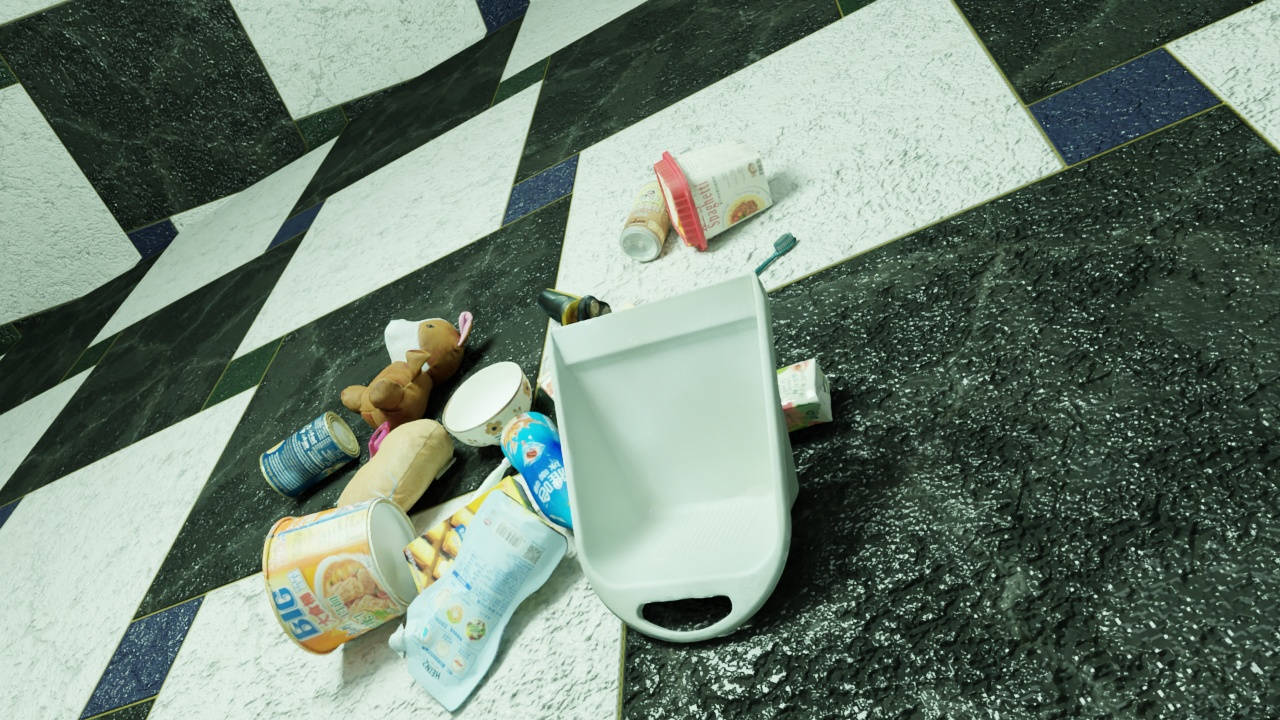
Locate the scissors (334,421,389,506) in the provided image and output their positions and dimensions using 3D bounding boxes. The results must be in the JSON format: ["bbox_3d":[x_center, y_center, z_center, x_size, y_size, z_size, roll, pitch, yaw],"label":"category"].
[{"bbox_3d":[-0.339,0.129,1.153,0.017,0.113,0.134,34,66,17],"label":"scissors"}]

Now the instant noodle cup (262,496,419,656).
[{"bbox_3d":[-0.300,0.217,0.959,0.111,0.151,0.151,-21,35,7],"label":"instant noodle cup"}]

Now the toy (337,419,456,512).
[{"bbox_3d":[-0.309,0.163,1.086,0.225,0.082,0.144,-53,8,-23],"label":"toy"}]

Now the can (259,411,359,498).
[{"bbox_3d":[-0.452,0.129,1.260,0.111,0.075,0.075,-33,33,3],"label":"can"}]

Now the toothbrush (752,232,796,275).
[{"bbox_3d":[0.111,-0.088,1.078,0.191,0.018,0.016,-40,33,-8],"label":"toothbrush"}]

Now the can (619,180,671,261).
[{"bbox_3d":[0.013,-0.192,1.261,0.059,0.058,0.116,-13,39,31],"label":"can"}]

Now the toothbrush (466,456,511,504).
[{"bbox_3d":[-0.172,0.147,1.038,0.189,0.020,0.029,-51,5,-20],"label":"toothbrush"}]

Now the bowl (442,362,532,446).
[{"bbox_3d":[-0.175,0.062,1.107,0.114,0.062,0.113,-22,35,17],"label":"bowl"}]

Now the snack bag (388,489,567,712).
[{"bbox_3d":[-0.157,0.225,0.876,0.110,0.039,0.191,30,80,23],"label":"snack bag"}]

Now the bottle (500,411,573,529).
[{"bbox_3d":[-0.084,0.125,0.945,0.065,0.065,0.218,-39,34,-6],"label":"bottle"}]

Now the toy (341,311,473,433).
[{"bbox_3d":[-0.317,0.006,1.263,0.140,0.130,0.199,-7,33,45],"label":"toy"}]

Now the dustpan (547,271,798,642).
[{"bbox_3d":[0.023,0.091,0.777,0.223,0.258,0.142,-14,15,29],"label":"dustpan"}]

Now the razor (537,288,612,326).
[{"bbox_3d":[-0.092,-0.068,1.215,0.067,0.062,0.167,-14,19,-24],"label":"razor"}]

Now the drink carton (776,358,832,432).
[{"bbox_3d":[0.119,0.045,0.878,0.123,0.045,0.053,-19,47,25],"label":"drink carton"}]

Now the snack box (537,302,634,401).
[{"bbox_3d":[-0.050,-0.004,1.111,0.152,0.025,0.075,-40,34,-7],"label":"snack box"}]

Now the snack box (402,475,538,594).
[{"bbox_3d":[-0.167,0.193,0.937,0.140,0.034,0.087,-33,56,0],"label":"snack box"}]

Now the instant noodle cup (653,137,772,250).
[{"bbox_3d":[0.095,-0.223,1.187,0.124,0.116,0.116,-22,34,0],"label":"instant noodle cup"}]
